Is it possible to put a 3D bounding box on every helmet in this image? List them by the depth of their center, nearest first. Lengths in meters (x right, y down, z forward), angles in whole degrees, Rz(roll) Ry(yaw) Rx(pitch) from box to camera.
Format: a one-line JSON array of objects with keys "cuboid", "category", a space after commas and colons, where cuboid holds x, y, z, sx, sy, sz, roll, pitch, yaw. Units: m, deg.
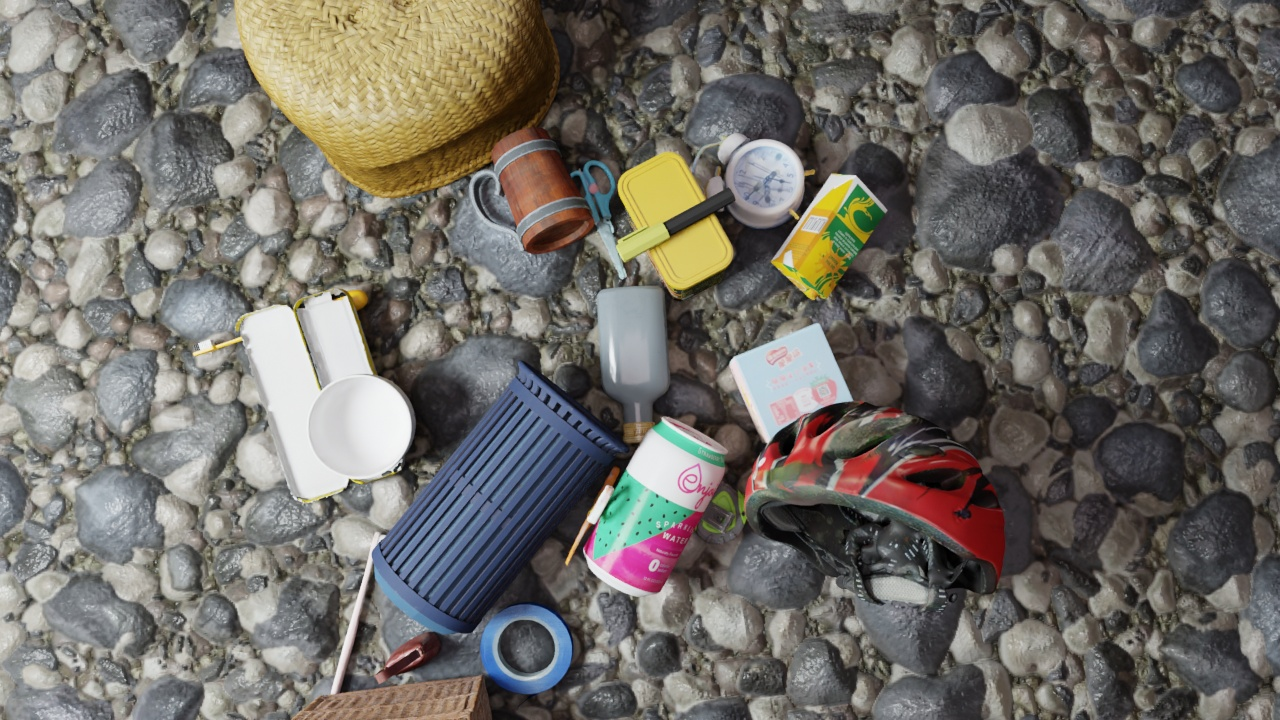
[{"cuboid": [0.215, 0.129, 0.842, 0.218, 0.272, 0.166, -4, 63, 41], "category": "helmet"}]

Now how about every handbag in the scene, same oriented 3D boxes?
[{"cuboid": [-0.235, 0.297, 0.899, 0.055, 0.119, 0.029, -30, 83, -2], "category": "handbag"}]

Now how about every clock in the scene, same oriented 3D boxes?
[{"cuboid": [0.117, -0.192, 0.976, 0.125, 0.052, 0.089, 18, 86, 7], "category": "clock"}]

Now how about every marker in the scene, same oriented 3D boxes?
[{"cuboid": [0.034, -0.133, 0.884, 0.124, 0.017, 0.021, -29, 84, -2], "category": "marker"}]

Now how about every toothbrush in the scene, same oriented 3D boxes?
[{"cuboid": [-0.294, 0.269, 0.958, 0.018, 0.016, 0.181, 15, 84, -2], "category": "toothbrush"}, {"cuboid": [-0.387, -0.038, 0.987, 0.197, 0.031, 0.031, -19, 88, 1], "category": "toothbrush"}]

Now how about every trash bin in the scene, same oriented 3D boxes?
[{"cuboid": [-0.143, 0.140, 0.906, 0.139, 0.139, 0.249, 39, 88, 6], "category": "trash bin"}]

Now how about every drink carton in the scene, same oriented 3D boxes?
[{"cuboid": [0.195, -0.127, 0.957, 0.058, 0.041, 0.122, 37, 85, -30], "category": "drink carton"}]

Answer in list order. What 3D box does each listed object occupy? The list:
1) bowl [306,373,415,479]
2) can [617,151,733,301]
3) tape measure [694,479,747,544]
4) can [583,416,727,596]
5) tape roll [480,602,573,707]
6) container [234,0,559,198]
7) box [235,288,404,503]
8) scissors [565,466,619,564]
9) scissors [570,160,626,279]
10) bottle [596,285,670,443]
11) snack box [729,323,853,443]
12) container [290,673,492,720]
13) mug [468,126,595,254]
[{"cuboid": [-0.279, 0.065, 0.930, 0.105, 0.054, 0.105, 0, 93, -4], "category": "bowl"}, {"cuboid": [0.035, -0.132, 0.945, 0.072, 0.101, 0.130, -28, 83, -1], "category": "can"}, {"cuboid": [0.081, 0.157, 0.945, 0.058, 0.036, 0.065, 27, 85, 5], "category": "tape measure"}, {"cuboid": [0.016, 0.145, 0.912, 0.088, 0.088, 0.166, 28, 94, 5], "category": "can"}, {"cuboid": [-0.117, 0.296, 0.947, 0.091, 0.016, 0.093, -36, 84, -2], "category": "tape roll"}, {"cuboid": [-0.250, -0.343, 0.934, 0.307, 0.196, 0.306, 0, 82, 1], "category": "container"}, {"cuboid": [-0.336, 0.037, 0.965, 0.127, 0.023, 0.209, -17, 94, 3], "category": "box"}, {"cuboid": [-0.046, 0.151, 0.917, 0.011, 0.129, 0.125, 28, 53, 0], "category": "scissors"}, {"cuboid": [-0.041, -0.151, 0.995, 0.056, 0.015, 0.136, -20, 79, -3], "category": "scissors"}, {"cuboid": [-0.006, 0.006, 0.959, 0.072, 0.046, 0.161, -4, 84, 2], "category": "bottle"}, {"cuboid": [0.152, 0.025, 0.935, 0.093, 0.079, 0.094, -23, 85, 0], "category": "snack box"}, {"cuboid": [-0.238, 0.383, 0.886, 0.198, 0.112, 0.114, -6, 94, 1], "category": "container"}, {"cuboid": [-0.121, -0.172, 0.974, 0.118, 0.081, 0.111, -28, 79, 19], "category": "mug"}]
